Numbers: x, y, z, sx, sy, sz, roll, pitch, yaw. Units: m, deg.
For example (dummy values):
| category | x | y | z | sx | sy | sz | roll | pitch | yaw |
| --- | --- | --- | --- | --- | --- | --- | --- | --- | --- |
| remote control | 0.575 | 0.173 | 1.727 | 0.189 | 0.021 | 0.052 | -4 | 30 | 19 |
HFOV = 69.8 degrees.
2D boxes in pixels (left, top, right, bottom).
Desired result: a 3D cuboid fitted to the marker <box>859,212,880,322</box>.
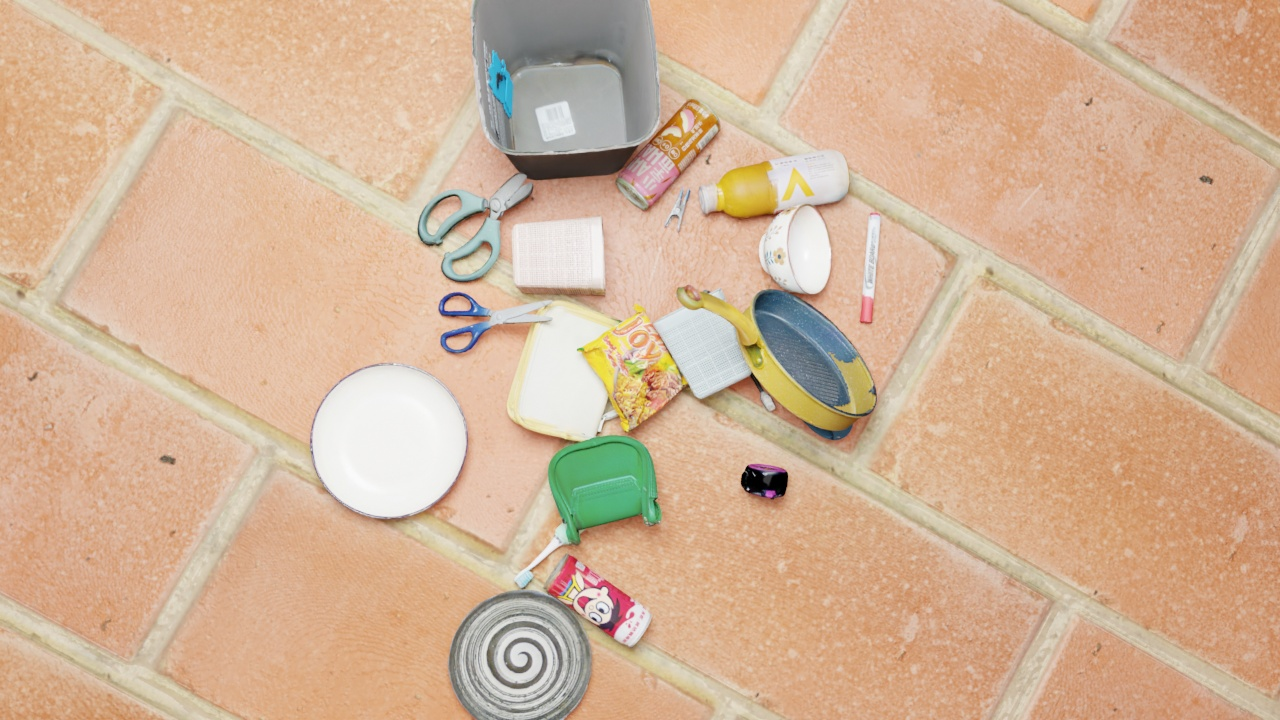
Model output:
| category | x | y | z | sx | sy | sz | roll | pitch | yaw |
| --- | --- | --- | --- | --- | --- | --- | --- | --- | --- |
| marker | 0.302 | -0.122 | 1.205 | 0.017 | 0.017 | 0.145 | 6 | 88 | -4 |

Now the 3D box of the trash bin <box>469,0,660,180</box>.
| category | x | y | z | sx | sy | sz | roll | pitch | yaw |
| --- | --- | --- | --- | --- | --- | --- | --- | --- | --- |
| trash bin | -0.089 | -0.316 | 1.086 | 0.198 | 0.220 | 0.199 | -5 | 88 | -5 |

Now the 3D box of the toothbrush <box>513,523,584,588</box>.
| category | x | y | z | sx | sy | sz | roll | pitch | yaw |
| --- | --- | --- | --- | --- | --- | --- | --- | --- | --- |
| toothbrush | -0.077 | 0.203 | 1.162 | 0.224 | 0.026 | 0.027 | -43 | 72 | -4 |

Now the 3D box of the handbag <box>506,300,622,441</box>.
| category | x | y | z | sx | sy | sz | roll | pitch | yaw |
| --- | --- | --- | --- | --- | --- | --- | --- | --- | --- |
| handbag | -0.067 | 0.022 | 1.162 | 0.178 | 0.063 | 0.163 | 17 | 87 | -18 |

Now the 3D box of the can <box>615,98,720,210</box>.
| category | x | y | z | sx | sy | sz | roll | pitch | yaw |
| --- | --- | --- | --- | --- | --- | --- | --- | --- | --- |
| can | 0.036 | -0.264 | 1.172 | 0.058 | 0.058 | 0.147 | 42 | 86 | -1 |

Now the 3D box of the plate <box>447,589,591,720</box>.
| category | x | y | z | sx | sy | sz | roll | pitch | yaw |
| --- | --- | --- | --- | --- | --- | --- | --- | --- | --- |
| plate | -0.150 | 0.377 | 1.153 | 0.179 | 0.024 | 0.179 | 0 | 87 | -3 |

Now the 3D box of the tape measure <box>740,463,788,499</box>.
| category | x | y | z | sx | sy | sz | roll | pitch | yaw |
| --- | --- | --- | --- | --- | --- | --- | --- | --- | --- |
| tape measure | 0.158 | 0.155 | 1.165 | 0.058 | 0.057 | 0.039 | 8 | 92 | 11 |

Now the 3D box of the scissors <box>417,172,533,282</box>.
| category | x | y | z | sx | sy | sz | roll | pitch | yaw |
| --- | --- | --- | --- | --- | --- | --- | --- | --- | --- |
| scissors | -0.208 | -0.187 | 1.142 | 0.143 | 0.019 | 0.180 | 46 | 111 | 4 |

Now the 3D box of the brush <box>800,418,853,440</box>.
| category | x | y | z | sx | sy | sz | roll | pitch | yaw |
| --- | --- | --- | --- | --- | --- | --- | --- | --- | --- |
| brush | 0.212 | 0.045 | 1.164 | 0.144 | 0.073 | 0.055 | 44 | 95 | 0 |

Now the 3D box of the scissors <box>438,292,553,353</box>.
| category | x | y | z | sx | sy | sz | roll | pitch | yaw |
| --- | --- | --- | --- | --- | --- | --- | --- | --- | --- |
| scissors | -0.182 | -0.042 | 1.134 | 0.173 | 0.012 | 0.133 | 27 | 101 | 25 |

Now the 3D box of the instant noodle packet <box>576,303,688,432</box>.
| category | x | y | z | sx | sy | sz | roll | pitch | yaw |
| --- | --- | --- | --- | --- | --- | --- | --- | --- | --- |
| instant noodle packet | -0.007 | 0.007 | 1.134 | 0.110 | 0.044 | 0.128 | -36 | 106 | -23 |

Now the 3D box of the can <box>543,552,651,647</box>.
| category | x | y | z | sx | sy | sz | roll | pitch | yaw |
| --- | --- | --- | --- | --- | --- | --- | --- | --- | --- |
| can | -0.053 | 0.300 | 1.147 | 0.133 | 0.053 | 0.053 | 36 | 86 | -2 |

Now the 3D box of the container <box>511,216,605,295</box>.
| category | x | y | z | sx | sy | sz | roll | pitch | yaw |
| --- | --- | --- | --- | --- | --- | --- | --- | --- | --- |
| container | -0.100 | -0.127 | 1.145 | 0.111 | 0.090 | 0.090 | -2 | 88 | -1 |

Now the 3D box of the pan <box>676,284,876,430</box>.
| category | x | y | z | sx | sy | sz | roll | pitch | yaw |
| --- | --- | --- | --- | --- | --- | --- | --- | --- | --- |
| pan | 0.153 | -0.023 | 1.054 | 0.078 | 0.356 | 0.197 | -48 | 50 | 32 |

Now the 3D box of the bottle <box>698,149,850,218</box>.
| category | x | y | z | sx | sy | sz | roll | pitch | yaw |
| --- | --- | --- | --- | --- | --- | --- | --- | --- | --- |
| bottle | 0.170 | -0.222 | 1.174 | 0.189 | 0.068 | 0.068 | -11 | 88 | -4 |

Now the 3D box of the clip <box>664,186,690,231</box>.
| category | x | y | z | sx | sy | sz | roll | pitch | yaw |
| --- | --- | --- | --- | --- | --- | --- | --- | --- | --- |
| clip | 0.049 | -0.196 | 1.189 | 0.032 | 0.025 | 0.057 | 19 | 93 | 3 |

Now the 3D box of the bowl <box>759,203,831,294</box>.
| category | x | y | z | sx | sy | sz | roll | pitch | yaw |
| --- | --- | --- | --- | --- | --- | --- | --- | --- | --- |
| bowl | 0.191 | -0.139 | 1.167 | 0.062 | 0.113 | 0.113 | -2 | 87 | 40 |

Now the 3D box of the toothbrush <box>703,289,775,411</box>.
| category | x | y | z | sx | sy | sz | roll | pitch | yaw |
| --- | --- | --- | --- | --- | --- | --- | --- | --- | --- |
| toothbrush | 0.128 | -0.013 | 1.191 | 0.015 | 0.018 | 0.181 | -30 | 88 | 2 |

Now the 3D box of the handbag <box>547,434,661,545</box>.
| category | x | y | z | sx | sy | sz | roll | pitch | yaw |
| --- | --- | --- | --- | --- | --- | --- | --- | --- | --- |
| handbag | -0.043 | 0.155 | 1.120 | 0.131 | 0.068 | 0.120 | -16 | 76 | 4 |

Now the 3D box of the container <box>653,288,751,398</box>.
| category | x | y | z | sx | sy | sz | roll | pitch | yaw |
| --- | --- | --- | --- | --- | --- | --- | --- | --- | --- |
| container | 0.083 | -0.020 | 1.145 | 0.090 | 0.090 | 0.111 | -27 | 92 | 11 |

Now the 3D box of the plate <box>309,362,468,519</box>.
| category | x | y | z | sx | sy | sz | roll | pitch | yaw |
| --- | --- | --- | --- | --- | --- | --- | --- | --- | --- |
| plate | -0.310 | 0.099 | 1.145 | 0.192 | 0.039 | 0.192 | 0 | 88 | -4 |
